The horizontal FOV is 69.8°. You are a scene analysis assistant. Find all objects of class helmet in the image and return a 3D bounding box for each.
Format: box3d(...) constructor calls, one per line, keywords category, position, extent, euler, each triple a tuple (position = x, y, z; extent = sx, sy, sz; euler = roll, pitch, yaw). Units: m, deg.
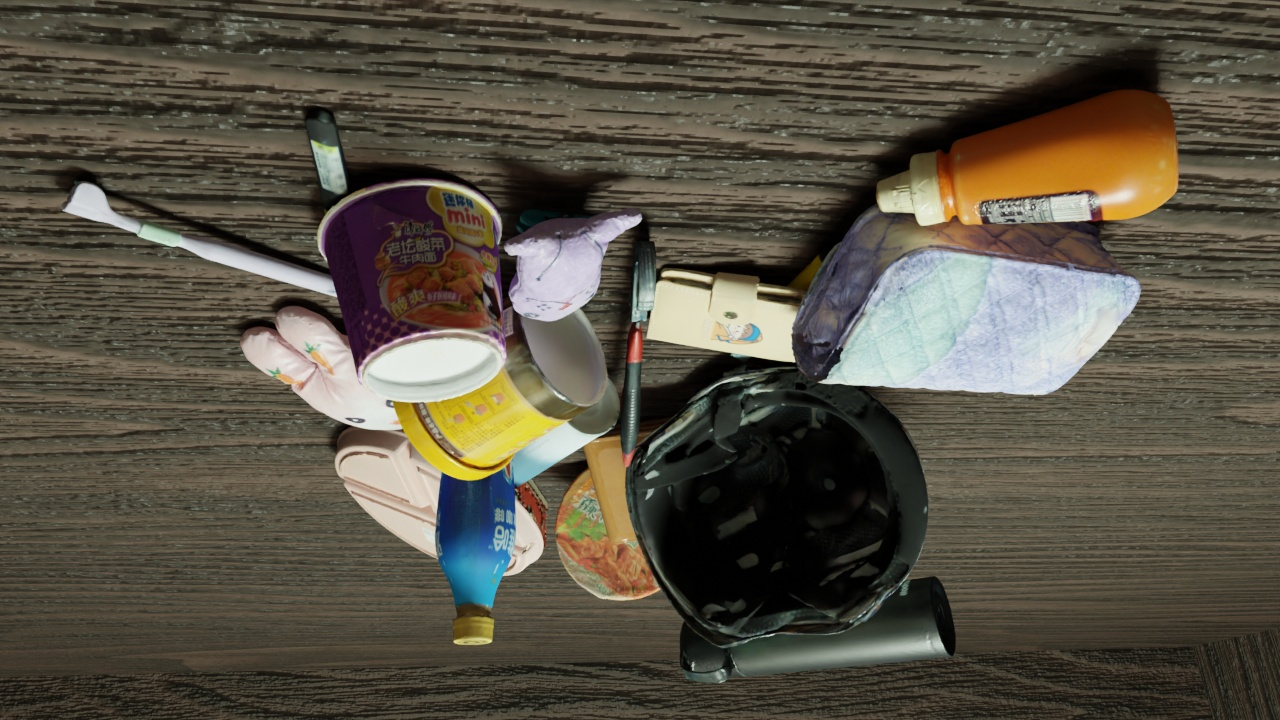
box3d(category="helmet", position=(0.131, 0.117, 0.806), extent=(0.275, 0.230, 0.156), euler=(-33, 169, 28))

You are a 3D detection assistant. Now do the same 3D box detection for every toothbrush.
box3d(category="toothbrush", position=(-0.253, -0.068, 0.574), extent=(0.029, 0.021, 0.189), euler=(-26, 148, 37))

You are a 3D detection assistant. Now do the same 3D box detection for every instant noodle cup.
box3d(category="instant noodle cup", position=(-0.096, 0.011, 0.653), extent=(0.115, 0.118, 0.118), euler=(-26, 147, 28))
box3d(category="instant noodle cup", position=(-0.007, 0.189, 1.011), extent=(0.151, 0.151, 0.111), euler=(-8, 163, 11))
box3d(category="instant noodle cup", position=(-0.128, -0.036, 0.541), extent=(0.111, 0.099, 0.112), euler=(-13, 154, -7))

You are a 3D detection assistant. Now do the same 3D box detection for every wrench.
box3d(category="wrench", position=(-0.004, 0.004, 0.678), extent=(0.016, 0.056, 0.274), euler=(1, 148, -3))

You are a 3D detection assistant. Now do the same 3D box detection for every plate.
box3d(category="plate", position=(-0.203, 0.145, 0.903), extent=(0.229, 0.028, 0.230), euler=(19, 145, 13))

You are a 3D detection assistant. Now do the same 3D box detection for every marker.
box3d(category="marker", position=(-0.173, -0.098, 0.523), extent=(0.018, 0.015, 0.124), euler=(0, 152, -9))

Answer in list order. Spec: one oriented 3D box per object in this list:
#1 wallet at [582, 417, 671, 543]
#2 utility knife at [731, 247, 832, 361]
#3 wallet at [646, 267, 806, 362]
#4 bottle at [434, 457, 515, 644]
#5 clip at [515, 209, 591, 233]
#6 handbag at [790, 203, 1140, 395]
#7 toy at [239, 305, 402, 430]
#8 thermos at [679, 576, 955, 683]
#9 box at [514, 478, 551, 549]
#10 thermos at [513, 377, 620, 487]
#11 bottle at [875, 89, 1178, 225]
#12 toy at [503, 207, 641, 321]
box3d(category="wallet", position=(0.006, 0.121, 0.911), extent=(0.108, 0.031, 0.132), euler=(-7, 118, 10))
box3d(category="utility knife", position=(0.110, -0.035, 0.680), extent=(0.033, 0.015, 0.181), euler=(9, 153, -17))
box3d(category="wallet", position=(0.065, -0.032, 0.657), extent=(0.115, 0.024, 0.087), euler=(11, 147, 0))
box3d(category="bottle", position=(-0.132, 0.115, 0.741), extent=(0.065, 0.218, 0.065), euler=(-3, 156, -2))
box3d(category="clip", position=(-0.049, -0.082, 0.567), extent=(0.057, 0.014, 0.048), euler=(6, 156, -20))
box3d(category="handbag", position=(0.211, -0.036, 0.604), extent=(0.193, 0.075, 0.134), euler=(5, 135, -19))
box3d(category="toy", position=(-0.225, 0.011, 0.711), extent=(0.122, 0.054, 0.159), euler=(-23, 140, 36))
box3d(category="thermos", position=(0.152, 0.253, 0.826), extent=(0.243, 0.068, 0.089), euler=(-18, -166, 26))
box3d(category="box", position=(-0.159, 0.179, 1.045), extent=(0.091, 0.075, 0.168), euler=(-4, 156, 5))
box3d(category="thermos", position=(-0.101, 0.073, 0.834), extent=(0.070, 0.070, 0.221), euler=(13, 150, -30))
box3d(category="bottle", position=(0.204, -0.102, 0.499), extent=(0.150, 0.066, 0.066), euler=(-6, 156, 25))
box3d(category="toy", position=(-0.047, -0.057, 0.560), extent=(0.083, 0.039, 0.108), euler=(-17, 161, -18))
